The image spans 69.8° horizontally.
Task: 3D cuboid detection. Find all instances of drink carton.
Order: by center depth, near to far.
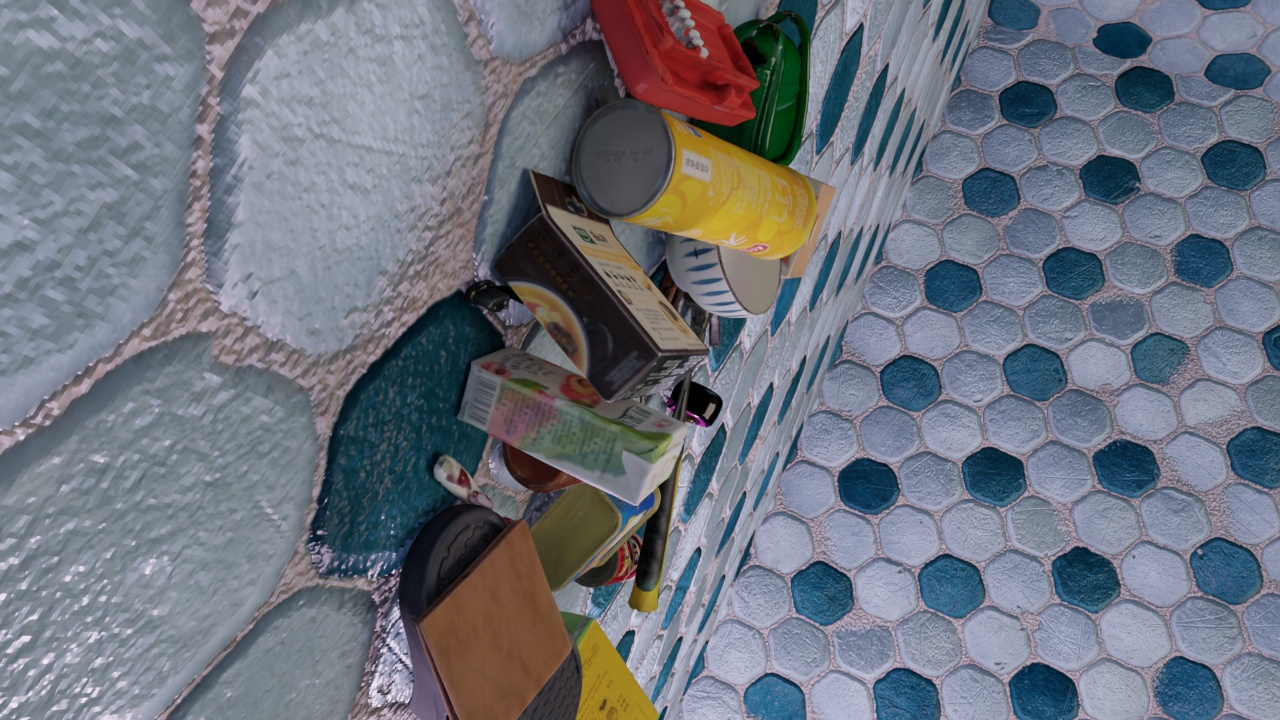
[{"bbox_3d":[-0.040,0.037,0.531,0.053,0.122,0.045,-28,140,-67],"label":"drink carton"}]

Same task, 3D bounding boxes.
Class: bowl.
[{"bbox_3d":[0.064,-0.091,0.763,0.116,0.066,0.116,16,71,-55],"label":"bowl"}]

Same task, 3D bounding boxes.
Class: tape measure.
[{"bbox_3d":[0.058,0.048,0.991,0.039,0.057,0.058,-63,172,-12],"label":"tape measure"}]

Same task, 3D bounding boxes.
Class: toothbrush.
[{"bbox_3d":[-0.058,-0.039,0.562,0.014,0.018,0.189,-61,167,12],"label":"toothbrush"},{"bbox_3d":[-0.101,0.095,0.602,0.016,0.017,0.188,-63,164,-18],"label":"toothbrush"}]

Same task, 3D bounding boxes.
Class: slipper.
[{"bbox_3d":[-0.111,0.198,0.626,0.110,0.083,0.268,-55,142,-42],"label":"slipper"}]

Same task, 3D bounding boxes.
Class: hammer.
[{"bbox_3d":[0.035,0.083,0.903,0.126,0.032,0.323,31,69,-76],"label":"hammer"}]

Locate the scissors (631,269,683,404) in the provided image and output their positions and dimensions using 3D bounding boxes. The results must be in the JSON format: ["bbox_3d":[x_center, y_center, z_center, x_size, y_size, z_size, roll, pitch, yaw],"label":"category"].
[{"bbox_3d":[-0.003,0.001,0.800,0.225,0.015,0.188,-70,164,8],"label":"scissors"}]

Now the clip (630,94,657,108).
[{"bbox_3d":[0.002,-0.164,0.586,0.026,0.043,0.058,-56,165,-38],"label":"clip"}]

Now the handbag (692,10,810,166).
[{"bbox_3d":[0.096,-0.213,0.733,0.131,0.068,0.120,-43,151,-56],"label":"handbag"}]

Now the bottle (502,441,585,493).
[{"bbox_3d":[-0.036,0.058,0.688,0.060,0.060,0.205,-69,164,6],"label":"bottle"}]

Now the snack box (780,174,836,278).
[{"bbox_3d":[0.121,-0.137,0.872,0.077,0.094,0.093,-18,129,-69],"label":"snack box"}]

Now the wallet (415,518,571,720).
[{"bbox_3d":[-0.087,0.170,0.561,0.101,0.020,0.115,-43,128,-49],"label":"wallet"}]

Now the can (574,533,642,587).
[{"bbox_3d":[-0.031,0.193,0.904,0.053,0.053,0.132,-66,164,-4],"label":"can"}]

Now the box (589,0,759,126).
[{"bbox_3d":[0.031,-0.215,0.532,0.200,0.074,0.154,-25,122,-67],"label":"box"}]

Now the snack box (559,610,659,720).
[{"bbox_3d":[-0.083,0.347,0.798,0.209,0.070,0.158,-55,131,-37],"label":"snack box"}]

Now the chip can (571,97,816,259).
[{"bbox_3d":[0.045,-0.112,0.606,0.213,0.072,0.072,0,112,-58],"label":"chip can"}]

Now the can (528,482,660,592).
[{"bbox_3d":[-0.042,0.131,0.735,0.102,0.057,0.083,-47,168,18],"label":"can"}]

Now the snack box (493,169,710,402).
[{"bbox_3d":[-0.022,-0.040,0.537,0.053,0.125,0.113,-43,169,14],"label":"snack box"}]
